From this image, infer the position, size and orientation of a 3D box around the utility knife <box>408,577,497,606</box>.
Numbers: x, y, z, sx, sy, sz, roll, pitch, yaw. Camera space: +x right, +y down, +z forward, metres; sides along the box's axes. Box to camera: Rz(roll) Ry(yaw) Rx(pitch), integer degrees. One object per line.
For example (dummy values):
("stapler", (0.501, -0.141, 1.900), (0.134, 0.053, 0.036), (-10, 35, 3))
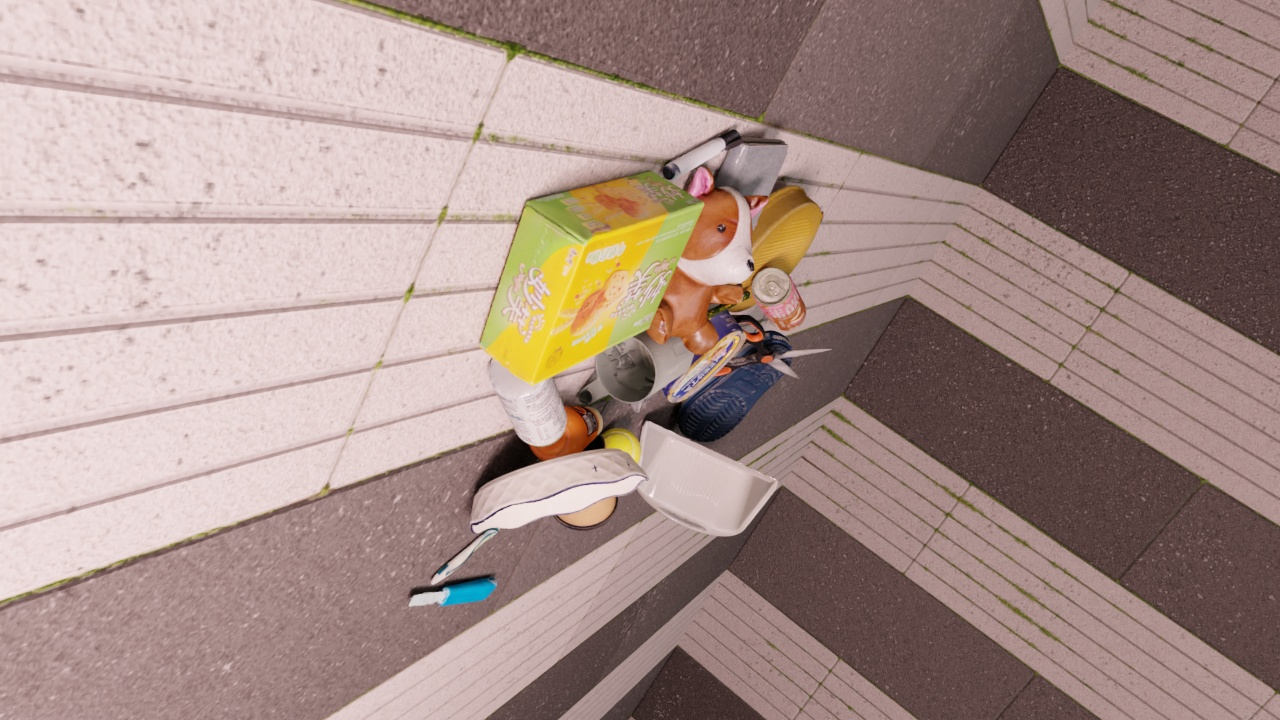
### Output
("utility knife", (-0.233, 0.291, 1.144), (0.034, 0.018, 0.223), (-52, 163, 1))

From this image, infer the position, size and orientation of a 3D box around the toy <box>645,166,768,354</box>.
("toy", (0.069, -0.108, 1.030), (0.140, 0.130, 0.200), (13, 105, -52))

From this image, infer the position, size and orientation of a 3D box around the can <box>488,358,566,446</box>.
("can", (-0.111, 0.038, 0.929), (0.058, 0.058, 0.147), (-48, 161, -16))

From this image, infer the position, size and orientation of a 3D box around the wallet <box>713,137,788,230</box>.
("wallet", (0.119, -0.205, 1.095), (0.106, 0.037, 0.130), (-14, 137, -47))

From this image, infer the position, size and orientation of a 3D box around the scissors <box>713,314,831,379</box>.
("scissors", (0.169, -0.012, 1.382), (0.233, 0.021, 0.221), (-17, 147, 14))

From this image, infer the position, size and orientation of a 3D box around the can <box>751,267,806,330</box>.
("can", (0.198, -0.085, 1.302), (0.058, 0.058, 0.147), (-54, 159, 1))

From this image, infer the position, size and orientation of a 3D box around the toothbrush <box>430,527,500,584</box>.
("toothbrush", (-0.185, 0.216, 1.133), (0.191, 0.018, 0.016), (-39, 157, -39))

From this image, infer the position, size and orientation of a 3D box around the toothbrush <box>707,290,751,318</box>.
("toothbrush", (0.073, -0.054, 1.214), (0.185, 0.012, 0.017), (-27, 144, -23))

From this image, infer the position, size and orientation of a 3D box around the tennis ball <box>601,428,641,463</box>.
("tennis ball", (-0.031, 0.126, 1.272), (0.065, 0.065, 0.066), (-46, 160, -22))

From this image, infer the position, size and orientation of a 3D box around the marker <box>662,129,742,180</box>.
("marker", (0.067, -0.217, 0.968), (0.130, 0.023, 0.018), (-38, 145, -42))

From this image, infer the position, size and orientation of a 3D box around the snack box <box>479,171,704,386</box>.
("snack box", (-0.042, -0.083, 0.863), (0.209, 0.070, 0.158), (-28, 148, -53))

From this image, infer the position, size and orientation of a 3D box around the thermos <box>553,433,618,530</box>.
("thermos", (-0.075, 0.153, 1.190), (0.092, 0.093, 0.143), (-42, 150, -33))

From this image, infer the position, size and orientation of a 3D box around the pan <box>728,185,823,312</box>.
("pan", (0.208, -0.179, 1.346), (0.356, 0.078, 0.198), (-18, 146, -51))

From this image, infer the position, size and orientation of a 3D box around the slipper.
("slipper", (0.144, 0.032, 1.504), (0.254, 0.105, 0.095), (-48, -148, 32))

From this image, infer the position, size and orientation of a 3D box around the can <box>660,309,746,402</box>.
("can", (0.080, -0.007, 1.274), (0.148, 0.049, 0.074), (-46, 152, 21))

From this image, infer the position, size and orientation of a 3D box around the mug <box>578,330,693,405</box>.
("mug", (-0.007, 0.007, 1.120), (0.124, 0.083, 0.103), (-34, 177, 34))

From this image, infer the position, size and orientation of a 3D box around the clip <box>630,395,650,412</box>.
("clip", (0.000, 0.053, 1.284), (0.036, 0.025, 0.058), (-37, 162, -25))

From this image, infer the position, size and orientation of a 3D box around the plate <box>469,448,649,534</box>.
("plate", (-0.096, 0.146, 1.040), (0.205, 0.045, 0.205), (-15, 165, -4))

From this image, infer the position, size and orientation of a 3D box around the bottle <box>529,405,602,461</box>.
("bottle", (-0.080, 0.080, 1.085), (0.067, 0.067, 0.149), (-58, 169, 13))

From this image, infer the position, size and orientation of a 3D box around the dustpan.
("dustpan", (0.088, 0.210, 1.484), (0.258, 0.223, 0.142), (48, 66, -82))
